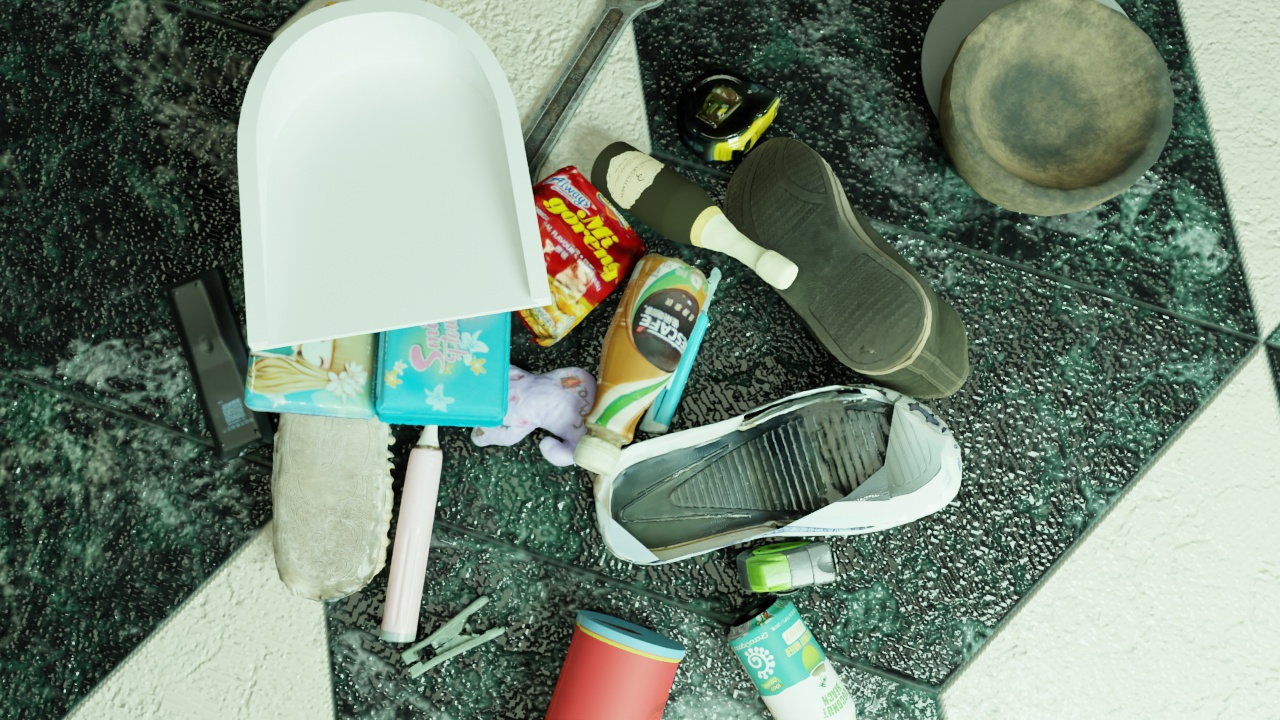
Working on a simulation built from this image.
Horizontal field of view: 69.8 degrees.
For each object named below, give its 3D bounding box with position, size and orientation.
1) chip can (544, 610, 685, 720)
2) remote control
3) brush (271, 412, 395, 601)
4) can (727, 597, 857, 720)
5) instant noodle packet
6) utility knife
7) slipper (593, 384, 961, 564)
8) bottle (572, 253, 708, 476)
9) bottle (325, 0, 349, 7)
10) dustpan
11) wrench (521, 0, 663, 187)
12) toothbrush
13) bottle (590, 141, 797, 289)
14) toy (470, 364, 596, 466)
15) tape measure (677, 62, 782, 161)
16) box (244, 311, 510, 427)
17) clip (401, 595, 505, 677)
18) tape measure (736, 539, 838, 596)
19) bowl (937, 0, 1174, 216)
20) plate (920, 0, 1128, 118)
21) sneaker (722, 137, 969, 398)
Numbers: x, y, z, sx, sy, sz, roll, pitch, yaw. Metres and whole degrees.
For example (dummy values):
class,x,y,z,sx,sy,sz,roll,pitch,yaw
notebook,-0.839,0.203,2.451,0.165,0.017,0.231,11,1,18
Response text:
class,x,y,z,sx,sy,sz,roll,pitch,yaw
chip can,-0.040,0.291,0.635,0.087,0.087,0.213,19,81,4
remote control,-0.330,0.001,0.714,0.047,0.022,0.150,-22,82,-3
brush,-0.226,0.040,0.688,0.083,0.057,0.271,1,81,-4
can,0.109,0.225,0.656,0.055,0.055,0.101,-31,82,-4
instant noodle packet,-0.063,-0.079,0.680,0.098,0.040,0.135,47,55,-8
utility knife,0.034,-0.009,0.713,0.022,0.015,0.140,16,80,29
slipper,0.096,0.085,0.676,0.264,0.063,0.111,-16,78,11
bottle,-0.004,0.004,0.682,0.059,0.059,0.167,22,77,4
bottle,-0.207,-0.314,0.738,0.063,0.063,0.109,36,85,6
dustpan,-0.177,-0.144,0.633,0.191,0.053,0.257,-9,60,-6
wrench,-0.063,-0.212,0.747,0.070,0.010,0.273,30,83,5
toothbrush,-0.166,0.098,0.696,0.027,0.027,0.222,2,80,27
bottle,0.040,-0.104,0.675,0.184,0.045,0.045,37,83,31
toy,-0.081,0.041,0.697,0.099,0.036,0.080,-2,81,-1
tape measure,0.064,-0.194,0.725,0.071,0.042,0.072,31,83,6
box,-0.184,-0.067,0.670,0.181,0.039,0.226,4,74,-16
clip,-0.140,0.206,0.681,0.075,0.023,0.037,-30,84,-1
tape measure,0.104,0.152,0.665,0.065,0.059,0.036,-11,86,-4
bowl,0.302,-0.184,0.691,0.162,0.070,0.162,0,82,1
plate,0.315,-0.234,0.742,0.178,0.012,0.178,0,82,1
sneaker,0.151,-0.070,0.688,0.095,0.119,0.234,-47,52,14
